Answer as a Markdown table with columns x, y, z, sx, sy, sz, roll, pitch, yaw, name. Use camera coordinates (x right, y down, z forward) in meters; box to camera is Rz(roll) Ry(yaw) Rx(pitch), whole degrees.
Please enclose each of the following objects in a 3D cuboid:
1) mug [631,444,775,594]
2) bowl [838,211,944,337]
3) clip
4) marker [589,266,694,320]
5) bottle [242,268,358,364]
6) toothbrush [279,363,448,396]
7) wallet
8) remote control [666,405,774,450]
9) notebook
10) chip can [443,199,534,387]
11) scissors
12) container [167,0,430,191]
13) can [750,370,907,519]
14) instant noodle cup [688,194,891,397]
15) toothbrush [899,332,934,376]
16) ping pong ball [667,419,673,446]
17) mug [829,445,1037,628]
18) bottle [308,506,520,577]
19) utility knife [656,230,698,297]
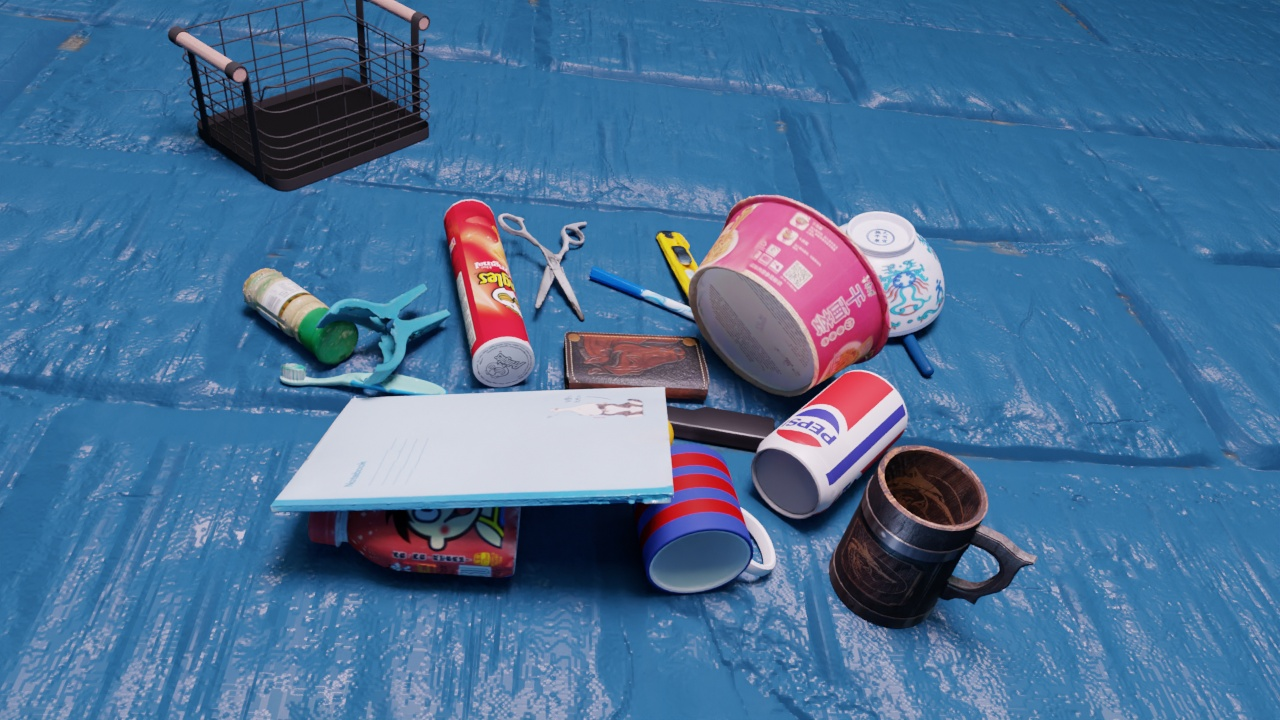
| x | y | z | sx | sy | sz | roll | pitch | yaw | name |
| --- | --- | --- | --- | --- | --- | --- | --- | --- | --- |
| 0.049 | 0.117 | 0.657 | 0.111 | 0.075 | 0.076 | 21 | 35 | -29 | mug |
| 0.232 | -0.098 | 0.906 | 0.144 | 0.074 | 0.143 | -2 | 44 | 2 | bowl |
| -0.199 | -0.012 | 0.758 | 0.129 | 0.031 | 0.121 | -4 | 57 | -55 | clip |
| 0.015 | -0.060 | 0.884 | 0.142 | 0.013 | 0.013 | 24 | 43 | 15 | marker |
| -0.289 | -0.039 | 0.777 | 0.111 | 0.043 | 0.043 | 31 | 45 | 24 | bottle |
| -0.224 | 0.017 | 0.745 | 0.135 | 0.017 | 0.022 | 6 | 34 | -4 | toothbrush |
| -0.005 | 0.005 | 0.803 | 0.123 | 0.019 | 0.072 | 2 | 37 | -9 | wallet |
| 0.043 | 0.051 | 0.763 | 0.136 | 0.015 | 0.032 | 10 | 41 | -1 | remote control |
| -0.105 | 0.058 | 0.653 | 0.253 | 0.009 | 0.181 | -2 | 21 | 0 | notebook |
| -0.141 | -0.068 | 0.832 | 0.051 | 0.052 | 0.214 | -5 | 43 | -17 | chip can |
| -0.078 | -0.099 | 0.901 | 0.141 | 0.014 | 0.161 | 46 | 36 | 13 | scissors |
| -0.356 | -0.304 | 0.993 | 0.163 | 0.130 | 0.240 | 33 | 46 | 24 | container |
| 0.151 | 0.065 | 0.729 | 0.070 | 0.070 | 0.131 | 35 | 47 | 26 | can |
| 0.115 | -0.045 | 0.782 | 0.179 | 0.179 | 0.077 | 35 | 63 | 26 | instant noodle cup |
| 0.254 | -0.044 | 0.914 | 0.014 | 0.014 | 0.167 | -5 | 44 | -9 | toothbrush |
| 0.006 | 0.060 | 0.727 | 0.040 | 0.040 | 0.040 | 6 | 41 | -5 | ping pong ball |
| 0.199 | 0.132 | 0.634 | 0.116 | 0.107 | 0.079 | 33 | 46 | 24 | mug |
| -0.151 | 0.112 | 0.621 | 0.137 | 0.062 | 0.061 | 5 | 41 | -7 | bottle |
| 0.049 | -0.088 | 0.916 | 0.030 | 0.017 | 0.164 | -7 | 42 | -13 | utility knife |
